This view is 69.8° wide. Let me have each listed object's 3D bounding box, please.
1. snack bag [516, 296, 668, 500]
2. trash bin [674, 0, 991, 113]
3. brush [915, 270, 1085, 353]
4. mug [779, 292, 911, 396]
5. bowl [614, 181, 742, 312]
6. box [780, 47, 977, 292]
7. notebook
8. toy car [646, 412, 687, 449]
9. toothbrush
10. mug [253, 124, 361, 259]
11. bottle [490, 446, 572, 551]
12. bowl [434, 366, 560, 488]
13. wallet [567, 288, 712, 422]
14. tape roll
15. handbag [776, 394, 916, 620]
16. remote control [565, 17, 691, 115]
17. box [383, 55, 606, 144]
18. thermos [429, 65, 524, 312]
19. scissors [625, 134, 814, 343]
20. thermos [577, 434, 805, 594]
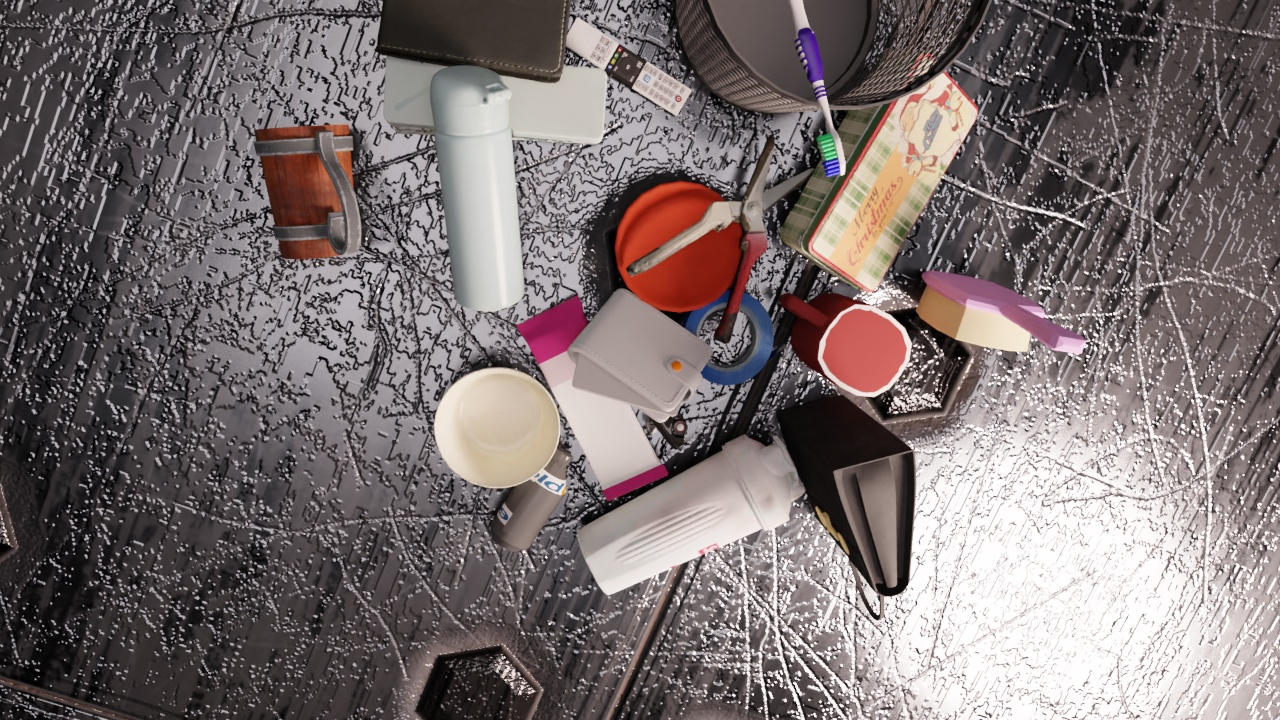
[{"bbox_3d":[-0.046,0.039,0.895,0.070,0.016,0.196,-26,97,14],"label":"snack bag"},{"bbox_3d":[0.136,-0.308,0.751,0.217,0.227,0.218,-1,100,-6],"label":"trash bin"},{"bbox_3d":[0.323,-0.033,0.824,0.089,0.228,0.043,9,107,-8],"label":"brush"},{"bbox_3d":[0.186,-0.025,0.876,0.116,0.096,0.080,33,96,-11],"label":"mug"},{"bbox_3d":[0.035,-0.109,0.876,0.122,0.035,0.122,-1,101,-6],"label":"bowl"},{"bbox_3d":[0.225,-0.174,0.856,0.117,0.050,0.205,27,97,-37],"label":"box"},{"bbox_3d":[-0.133,-0.356,0.798,0.169,0.029,0.209,7,90,-7],"label":"notebook"},{"bbox_3d":[0.013,0.047,0.900,0.037,0.040,0.092,-35,102,2],"label":"toy car"},{"bbox_3d":[0.116,-0.220,0.640,0.016,0.015,0.187,-16,101,2],"label":"toothbrush"},{"bbox_3d":[-0.280,-0.147,0.801,0.081,0.117,0.111,-16,109,-40],"label":"mug"},{"bbox_3d":[-0.104,0.135,0.902,0.047,0.047,0.112,33,96,-11],"label":"bottle"},{"bbox_3d":[-0.135,0.058,0.876,0.115,0.062,0.115,-1,101,-6],"label":"bowl"},{"bbox_3d":[-0.005,0.005,0.854,0.118,0.038,0.115,35,58,4],"label":"wallet"},{"bbox_3d":[0.086,-0.023,0.907,0.091,0.016,0.093,-37,102,2],"label":"tape roll"},{"bbox_3d":[0.205,0.155,0.875,0.072,0.175,0.196,-14,105,-4],"label":"handbag"},{"bbox_3d":[-0.012,-0.272,0.853,0.124,0.012,0.028,30,96,-10],"label":"remote control"},{"bbox_3d":[-0.129,-0.239,0.829,0.199,0.067,0.084,2,119,-5],"label":"box"},{"bbox_3d":[-0.142,-0.149,0.805,0.065,0.078,0.207,-31,131,-42],"label":"thermos"},{"bbox_3d":[0.075,-0.110,0.853,0.179,0.015,0.198,-3,100,-6],"label":"scissors"},{"bbox_3d":[0.051,0.150,0.904,0.220,0.099,0.099,-27,102,5],"label":"thermos"}]
